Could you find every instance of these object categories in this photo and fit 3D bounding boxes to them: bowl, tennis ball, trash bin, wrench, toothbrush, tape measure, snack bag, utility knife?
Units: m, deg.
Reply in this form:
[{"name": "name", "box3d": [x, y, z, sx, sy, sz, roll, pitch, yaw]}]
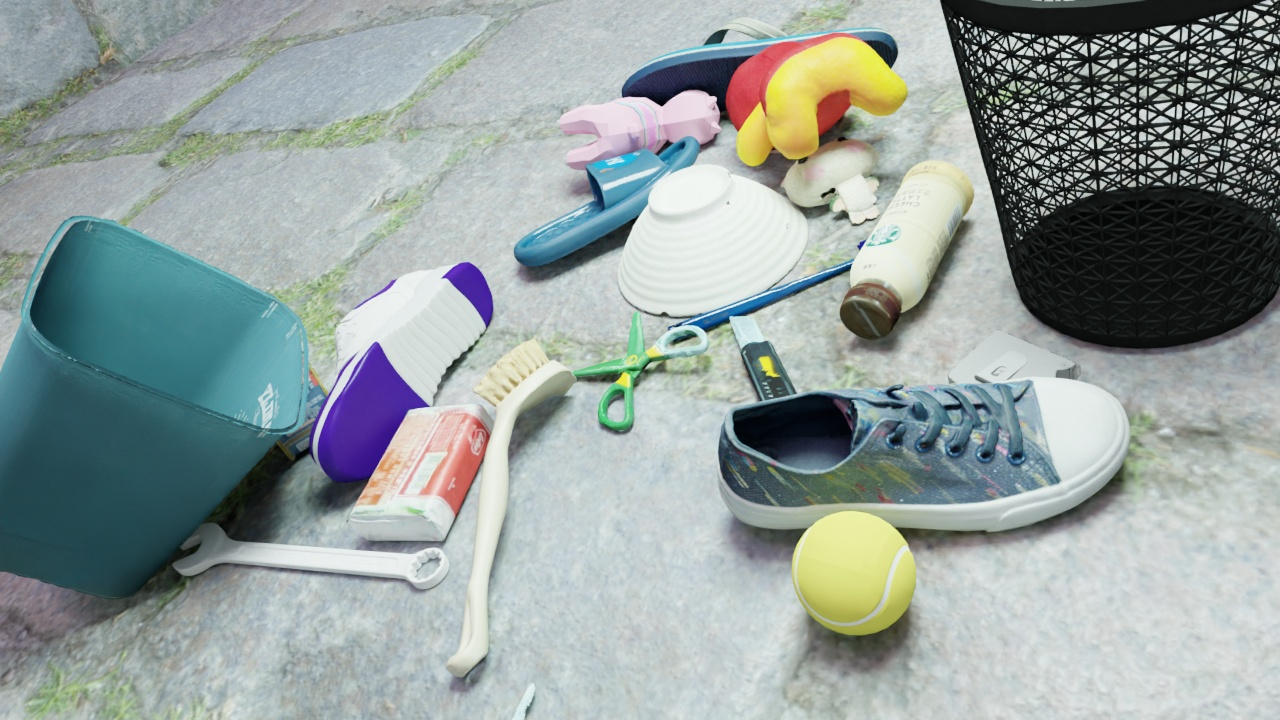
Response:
[{"name": "bowl", "box3d": [0.053, -0.122, 0.803, 0.177, 0.071, 0.177, -14, 39, 12]}, {"name": "tennis ball", "box3d": [0.115, 0.115, 0.496, 0.065, 0.065, 0.065, -15, 39, 12]}, {"name": "trash bin", "box3d": [-0.405, 0.047, 0.714, 0.219, 0.199, 0.196, -49, 34, 17]}, {"name": "wrench", "box3d": [-0.259, 0.150, 0.700, 0.274, 0.009, 0.047, -2, 43, 26]}, {"name": "toothbrush", "box3d": [0.111, -0.059, 0.740, 0.190, 0.017, 0.016, -22, 37, 3]}, {"name": "tape measure", "box3d": [0.236, 0.011, 0.589, 0.062, 0.020, 0.060, -37, 39, -15]}, {"name": "snack bag", "box3d": [-0.165, 0.085, 0.704, 0.077, 0.036, 0.115, -5, 42, 24]}, {"name": "trash bin", "box3d": [0.306, -0.151, 0.558, 0.217, 0.243, 0.216, -15, 39, 12]}, {"name": "utility knife", "box3d": [0.096, 0.022, 0.654, 0.029, 0.020, 0.202, -20, 37, 2]}]

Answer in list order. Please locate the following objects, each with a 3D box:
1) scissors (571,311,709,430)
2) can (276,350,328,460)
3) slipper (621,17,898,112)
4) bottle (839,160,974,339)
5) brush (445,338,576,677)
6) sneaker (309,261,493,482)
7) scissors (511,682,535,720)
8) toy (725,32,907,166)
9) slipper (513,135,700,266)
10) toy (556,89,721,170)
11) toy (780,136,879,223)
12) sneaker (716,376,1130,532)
[{"name": "scissors", "box3d": [-0.001, 0.002, 0.723, 0.132, 0.011, 0.125, -18, 43, 21]}, {"name": "can", "box3d": [-0.309, 0.039, 0.823, 0.059, 0.054, 0.100, -33, 39, -15]}, {"name": "slipper", "box3d": [0.117, -0.316, 0.962, 0.295, 0.118, 0.060, -4, 78, 18]}, {"name": "bottle", "box3d": [0.198, -0.083, 0.690, 0.057, 0.056, 0.161, 10, 49, 36]}, {"name": "brush", "box3d": [-0.100, 0.091, 0.649, 0.077, 0.062, 0.271, 16, 47, -9]}, {"name": "sneaker", "box3d": [-0.231, 0.001, 0.799, 0.111, 0.092, 0.243, -1, 39, 28]}, {"name": "scissors", "box3d": [-0.086, 0.239, 0.501, 0.127, 0.014, 0.133, 18, 56, 41]}, {"name": "toy", "box3d": [0.148, -0.242, 0.839, 0.147, 0.099, 0.216, -19, 17, 0]}, {"name": "slipper", "box3d": [-0.034, -0.161, 0.891, 0.213, 0.059, 0.104, -33, 23, -4]}, {"name": "toy", "box3d": [0.002, -0.243, 0.961, 0.158, 0.067, 0.123, -4, 17, 23]}, {"name": "toy", "box3d": [0.170, -0.164, 0.811, 0.087, 0.050, 0.112, -28, 33, -5]}, {"name": "sneaker", "box3d": [0.156, 0.048, 0.523, 0.236, 0.079, 0.087, -8, 54, 12]}]
